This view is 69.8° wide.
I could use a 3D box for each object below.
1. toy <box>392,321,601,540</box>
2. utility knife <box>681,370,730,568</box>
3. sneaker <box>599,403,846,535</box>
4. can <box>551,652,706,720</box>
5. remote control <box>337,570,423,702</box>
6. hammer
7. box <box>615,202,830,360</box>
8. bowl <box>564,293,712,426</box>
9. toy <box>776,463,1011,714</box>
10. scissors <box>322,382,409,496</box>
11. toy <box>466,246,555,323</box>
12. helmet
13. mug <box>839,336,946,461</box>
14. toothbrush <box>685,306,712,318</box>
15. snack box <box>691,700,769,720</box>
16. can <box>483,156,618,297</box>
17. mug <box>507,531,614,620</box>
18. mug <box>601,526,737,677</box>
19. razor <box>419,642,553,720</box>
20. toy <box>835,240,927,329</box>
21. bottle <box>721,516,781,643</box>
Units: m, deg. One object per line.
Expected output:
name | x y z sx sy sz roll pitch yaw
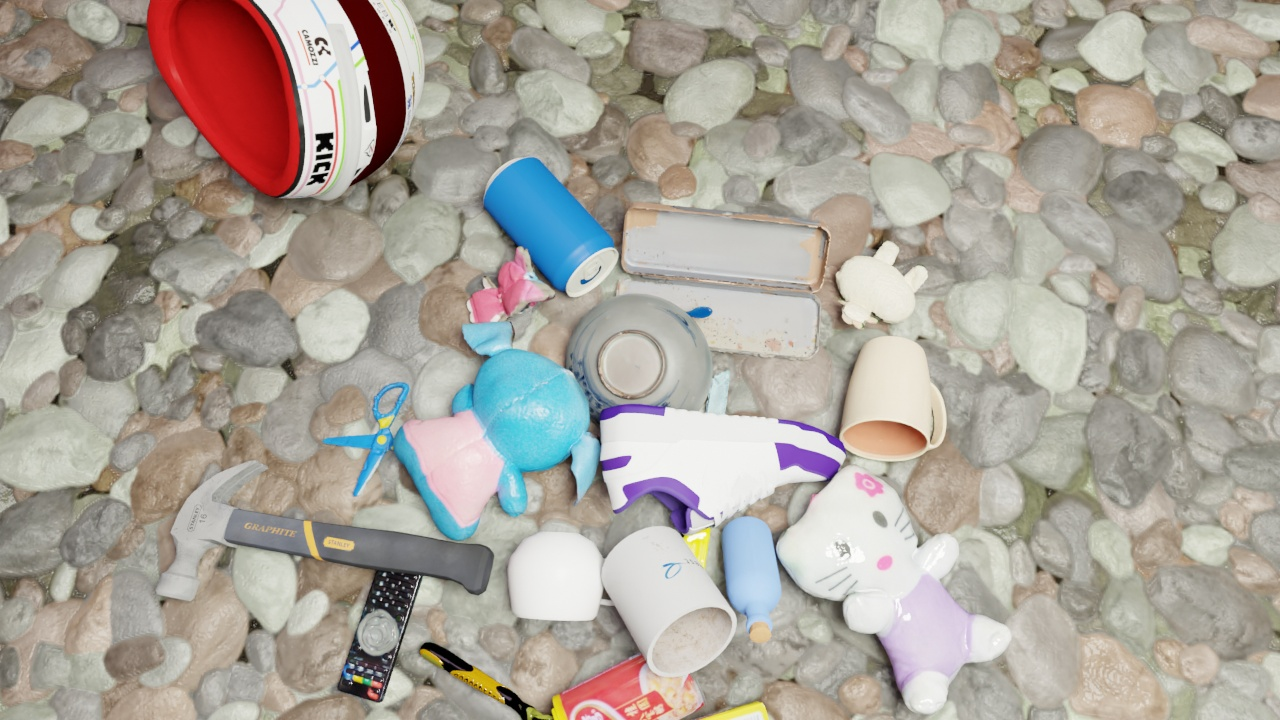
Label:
toy | -0.146 0.063 0.888 0.191 0.099 0.224 -35 74 -2
utility knife | 0.064 0.116 0.902 0.029 0.020 0.233 13 71 -3
sneaker | 0.078 0.109 0.853 0.244 0.092 0.111 8 79 -13
can | -0.011 0.302 0.811 0.124 0.067 0.066 -25 72 -8
remote control | -0.239 0.244 0.861 0.045 0.021 0.140 12 73 12
hammer | -0.291 0.178 0.861 0.313 0.035 0.139 8 70 10
box | 0.084 -0.083 0.959 0.216 0.071 0.156 6 83 3
bowl | -0.005 0.005 0.900 0.151 0.056 0.150 0 89 7
toy | 0.226 0.202 0.835 0.137 0.086 0.209 -35 75 -14
scissors | -0.254 0.082 0.925 0.130 0.014 0.125 20 71 10
toy | -0.134 -0.070 0.959 0.103 0.050 0.065 -30 77 28
helmet | -0.340 -0.308 0.950 0.314 0.232 0.235 42 41 18
mug | 0.255 0.041 0.901 0.111 0.085 0.104 26 58 -19
toothbrush | 0.008 -0.043 0.938 0.132 0.016 0.021 -6 94 8
snack box | 0.091 0.406 0.786 0.092 0.042 0.200 -15 70 -5
can | -0.096 -0.142 0.966 0.079 0.079 0.146 -38 74 -12
mug | -0.062 0.198 0.847 0.123 0.090 0.076 10 76 -30
mug | 0.036 0.212 0.802 0.083 0.119 0.096 -56 39 14
razor | -0.141 0.297 0.835 0.144 0.044 0.021 26 46 14
toy | 0.243 -0.072 0.951 0.087 0.050 0.112 38 78 13
bottle | 0.100 0.198 0.819 0.048 0.048 0.131 0 29 1
